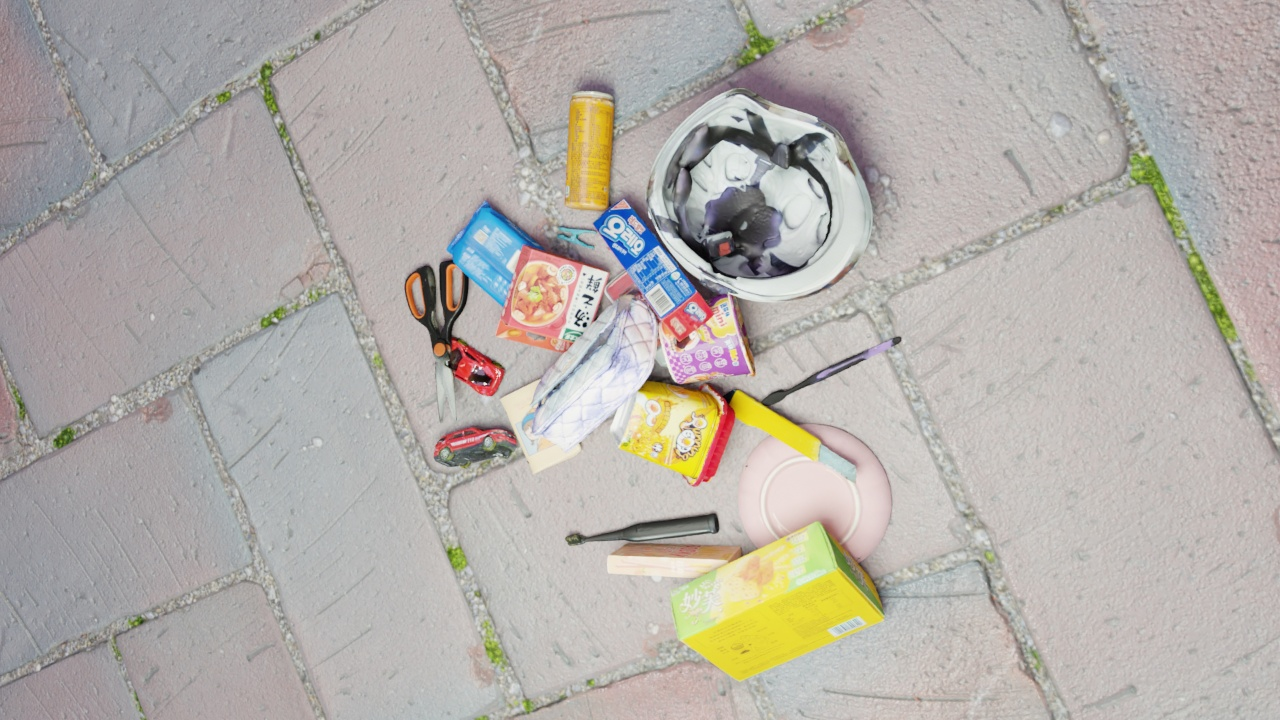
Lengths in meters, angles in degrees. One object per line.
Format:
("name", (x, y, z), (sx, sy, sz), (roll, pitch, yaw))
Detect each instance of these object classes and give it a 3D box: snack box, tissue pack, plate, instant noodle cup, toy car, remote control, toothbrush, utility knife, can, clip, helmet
("snack box", (0.164, 0.294, 1.103), (0.210, 0.157, 0.070), (-29, 42, 17))
("tissue pack", (-0.182, -0.134, 1.235), (0.157, 0.052, 0.095), (40, 102, 11))
("snack box", (0.045, 0.256, 1.176), (0.157, 0.084, 0.026), (-2, 90, 17))
("plate", (0.212, 0.176, 1.141), (0.193, 0.039, 0.192), (1, 94, 17))
("instant noodle cup", (0.080, -0.023, 1.125), (0.099, 0.111, 0.111), (-15, 89, 9))
("toy car", (-0.229, 0.117, 1.267), (0.121, 0.053, 0.045), (-12, 65, 22))
("instant noodle cup", (0.036, 0.080, 1.134), (0.123, 0.116, 0.116), (17, 100, -14))
("remote control", (0.011, -0.057, 1.193), (0.056, 0.020, 0.136), (-38, 83, 5))
("toothbrush", (0.235, 0.014, 1.139), (0.189, 0.016, 0.014), (-27, 97, 14))
("utility knife", (0.182, 0.092, 1.130), (0.207, 0.015, 0.033), (33, 105, 31))
("can", (-0.066, -0.269, 1.186), (0.058, 0.058, 0.146), (5, 95, 17))
("toy car", (-0.240, 0.008, 1.275), (0.106, 0.031, 0.049), (32, 101, 15))
("clip", (-0.085, -0.165, 1.223), (0.056, 0.014, 0.040), (13, 97, 17))
("helmet", (0.136, -0.172, 1.079), (0.258, 0.146, 0.229), (33, 85, 8))
("toothbrush", (-0.001, 0.228, 1.217), (0.213, 0.027, 0.026), (-10, 54, 18))
("snack box", (-0.115, -0.073, 1.189), (0.113, 0.044, 0.127), (14, 100, -28))
("snack box", (0.011, -0.115, 1.120), (0.057, 0.058, 0.207), (-38, 50, 5))

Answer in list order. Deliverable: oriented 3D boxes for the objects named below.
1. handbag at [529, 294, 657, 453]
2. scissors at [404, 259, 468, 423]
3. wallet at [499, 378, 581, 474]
("handbag", (-0.061, 0.016, 1.144), (0.075, 0.134, 0.194), (34, 125, -19))
("scissors", (-0.286, -0.026, 1.273), (0.163, 0.021, 0.234), (16, 90, 25))
("wallet", (-0.134, 0.087, 1.252), (0.087, 0.024, 0.115), (-26, 85, 22))
